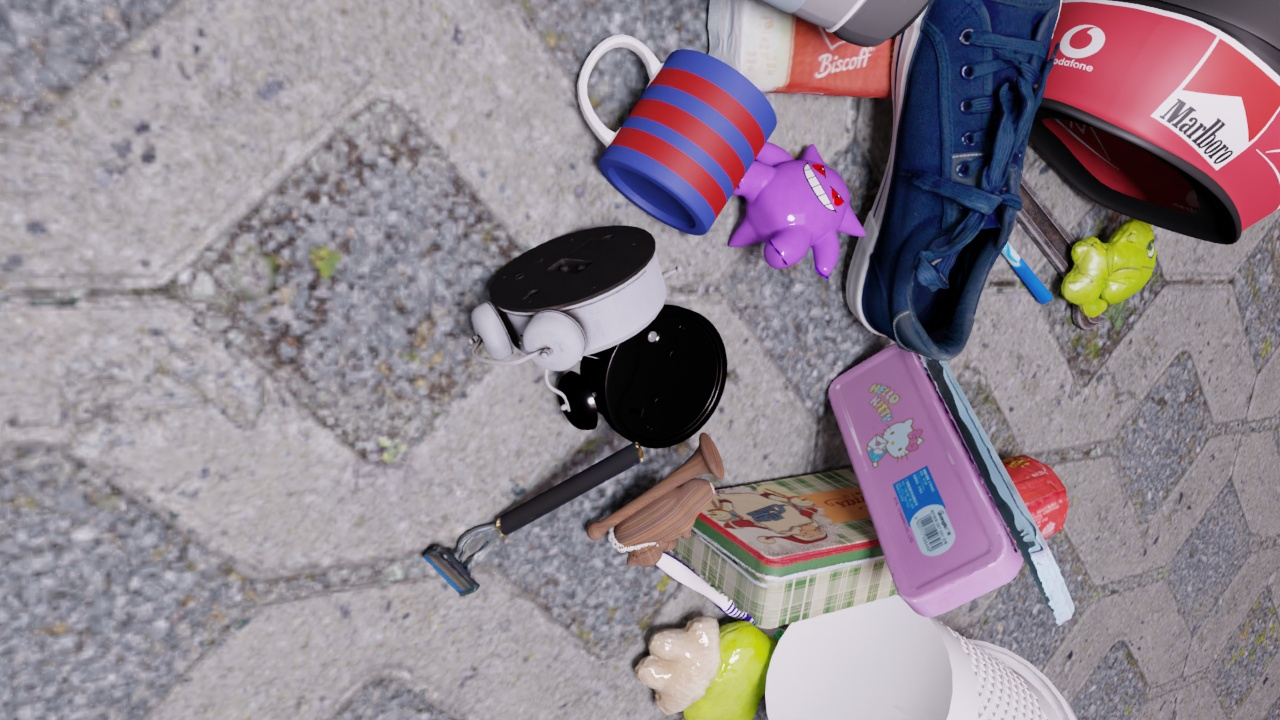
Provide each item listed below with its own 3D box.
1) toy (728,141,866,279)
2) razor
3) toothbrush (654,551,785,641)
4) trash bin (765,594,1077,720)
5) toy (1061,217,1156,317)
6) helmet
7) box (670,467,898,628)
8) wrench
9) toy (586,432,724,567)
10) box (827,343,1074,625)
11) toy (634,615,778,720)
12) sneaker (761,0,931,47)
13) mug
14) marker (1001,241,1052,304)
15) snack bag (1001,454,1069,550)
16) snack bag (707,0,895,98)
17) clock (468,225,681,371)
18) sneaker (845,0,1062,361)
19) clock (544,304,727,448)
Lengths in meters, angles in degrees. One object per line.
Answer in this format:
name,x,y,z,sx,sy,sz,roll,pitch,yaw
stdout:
toy,0.099,-0.099,0.595,0.088,0.056,0.106,-25,81,-22
razor,-0.061,0.090,0.556,0.144,0.022,0.043,-32,122,2
toothbrush,0.065,0.181,0.681,0.186,0.016,0.015,40,82,-34
trash bin,0.198,0.268,0.670,0.195,0.196,0.199,-53,129,-8
toy,0.408,-0.081,0.794,0.093,0.036,0.094,11,99,-27
helmet,0.412,-0.223,0.666,0.270,0.198,0.225,23,101,-39
box,0.131,0.121,0.646,0.205,0.118,0.050,-2,110,-30
wrench,0.338,-0.112,0.769,0.273,0.010,0.070,34,85,-34
toy,0.017,0.096,0.592,0.102,0.041,0.055,-35,124,15
box,0.207,0.085,0.620,0.090,0.213,0.093,-34,122,20
toy,0.048,0.226,0.667,0.117,0.043,0.092,23,102,-28
sneaker,0.094,-0.309,0.505,0.160,0.093,0.256,10,80,-17
mug,0.012,-0.135,0.528,0.112,0.075,0.076,34,84,-8
marker,0.303,-0.088,0.753,0.142,0.013,0.013,36,83,-34
snack bag,0.280,0.131,0.761,0.176,0.082,0.082,-12,110,-30
snack bag,0.143,-0.213,0.600,0.224,0.041,0.077,-8,110,-32
clock,-0.040,-0.032,0.501,0.122,0.095,0.035,-42,127,-35
sneaker,0.209,-0.131,0.571,0.120,0.127,0.295,-1,116,-18
clock,-0.004,0.003,0.568,0.120,0.042,0.091,13,97,-34
